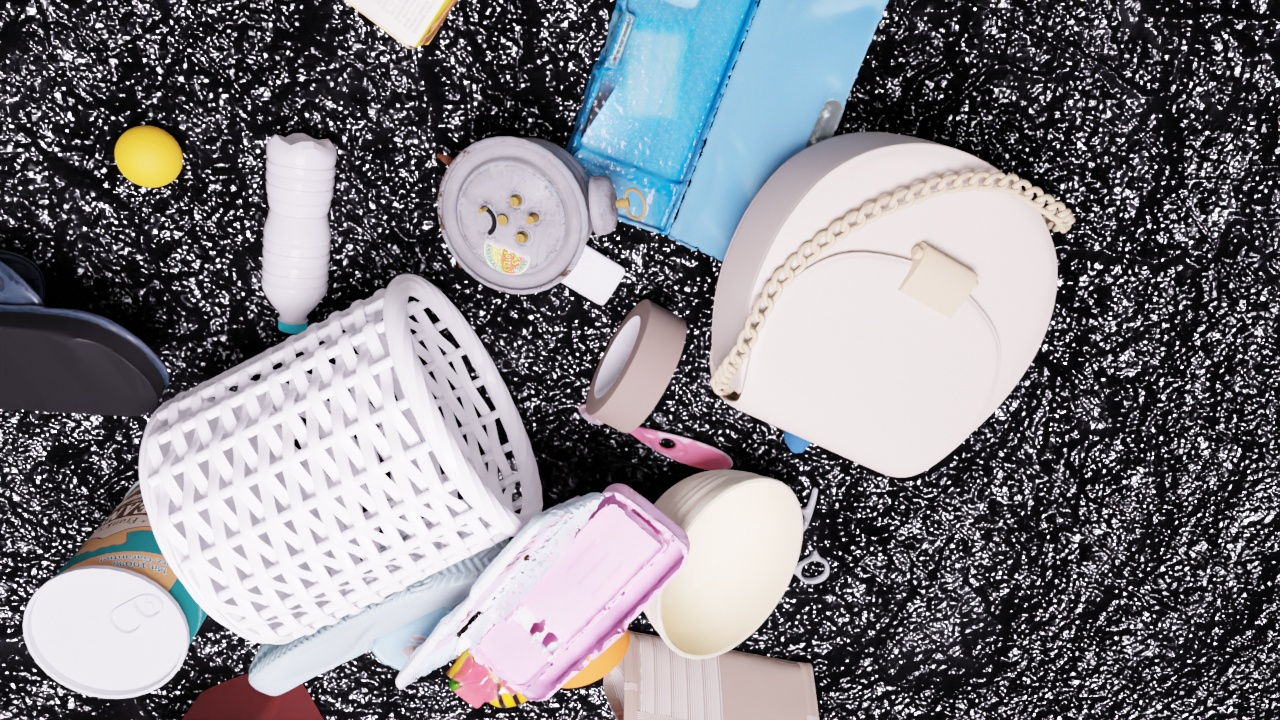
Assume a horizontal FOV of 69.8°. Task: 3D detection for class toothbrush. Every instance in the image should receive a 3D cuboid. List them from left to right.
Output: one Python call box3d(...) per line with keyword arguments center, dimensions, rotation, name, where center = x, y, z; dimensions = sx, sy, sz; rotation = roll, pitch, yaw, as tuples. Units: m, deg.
box3d(center=(0.014, 0.062, 0.727), dimensions=(0.135, 0.016, 0.022), rotation=(21, 107, -12), name="toothbrush")

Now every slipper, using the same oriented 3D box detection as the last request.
box3d(center=(-0.432, -0.028, 0.625), dimensions=(0.266, 0.083, 0.109), rotation=(6, 140, 10), name="slipper")
box3d(center=(-0.194, 0.197, 0.714), dimensions=(0.246, 0.104, 0.074), rotation=(-29, 112, 12), name="slipper")

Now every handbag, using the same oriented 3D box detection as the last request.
box3d(center=(0.068, 0.307, 0.724), dimensions=(0.175, 0.197, 0.062), rotation=(14, 108, -10), name="handbag")
box3d(center=(0.158, -0.040, 0.608), dimensions=(0.210, 0.103, 0.209), rotation=(24, 103, -21), name="handbag")

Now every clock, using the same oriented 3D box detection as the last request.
box3d(center=(-0.067, -0.099, 0.608), dimensions=(0.148, 0.056, 0.104), rotation=(-1, 112, 15), name="clock")

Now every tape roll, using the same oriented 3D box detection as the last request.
box3d(center=(-0.004, 0.004, 0.662), dimensions=(0.030, 0.093, 0.094), rotation=(27, 105, -14), name="tape roll")

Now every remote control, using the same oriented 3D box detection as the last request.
box3d(center=(-0.074, -0.086, 0.666), dimensions=(0.131, 0.012, 0.033), rotation=(30, 107, -15), name="remote control")

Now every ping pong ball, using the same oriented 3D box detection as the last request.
box3d(center=(-0.326, -0.135, 0.609), dimensions=(0.040, 0.040, 0.040), rotation=(-2, 110, -5), name="ping pong ball")

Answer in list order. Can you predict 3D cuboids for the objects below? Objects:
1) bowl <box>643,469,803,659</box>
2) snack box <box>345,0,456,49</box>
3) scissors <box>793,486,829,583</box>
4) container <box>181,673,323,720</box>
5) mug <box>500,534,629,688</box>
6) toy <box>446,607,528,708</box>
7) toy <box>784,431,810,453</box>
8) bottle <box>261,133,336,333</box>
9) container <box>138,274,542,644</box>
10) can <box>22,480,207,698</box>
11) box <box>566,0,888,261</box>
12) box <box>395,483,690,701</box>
box3d(center=(0.049, 0.147, 0.717), dimensions=(0.150, 0.075, 0.151), rotation=(-17, 118, -36), name="bowl")
box3d(center=(-0.143, -0.262, 0.569), dimensions=(0.083, 0.061, 0.106), rotation=(35, 103, -17), name="snack box")
box3d(center=(0.093, 0.173, 0.776), dimensions=(0.153, 0.014, 0.131), rotation=(-9, 111, -6), name="scissors")
box3d(center=(-0.313, 0.351, 0.702), dimensions=(0.127, 0.200, 0.148), rotation=(-18, 110, 1), name="container")
box3d(center=(-0.047, 0.191, 0.742), dimensions=(0.112, 0.078, 0.096), rotation=(-29, 112, -19), name="mug")
box3d(center=(-0.119, 0.255, 0.771), dimensions=(0.084, 0.046, 0.103), rotation=(-40, 114, -5), name="toy")
box3d(center=(0.128, -0.006, 0.688), dimensions=(0.112, 0.071, 0.176), rotation=(-10, 111, -14), name="toy")
box3d(center=(-0.237, -0.085, 0.634), dimensions=(0.044, 0.044, 0.136), rotation=(8, 109, -8), name="bottle")
box3d(center=(-0.191, 0.066, 0.618), dimensions=(0.187, 0.189, 0.189), rotation=(-26, 110, 5), name="container")
box3d(center=(-0.350, 0.152, 0.656), dimensions=(0.099, 0.143, 0.099), rotation=(-2, 110, -5), name="can")
box3d(center=(0.053, -0.189, 0.619), dimensions=(0.175, 0.060, 0.232), rotation=(24, 107, 4), name="box")
box3d(center=(-0.069, 0.172, 0.623), dimensions=(0.111, 0.101, 0.202), rotation=(40, 118, -1), name="box")
